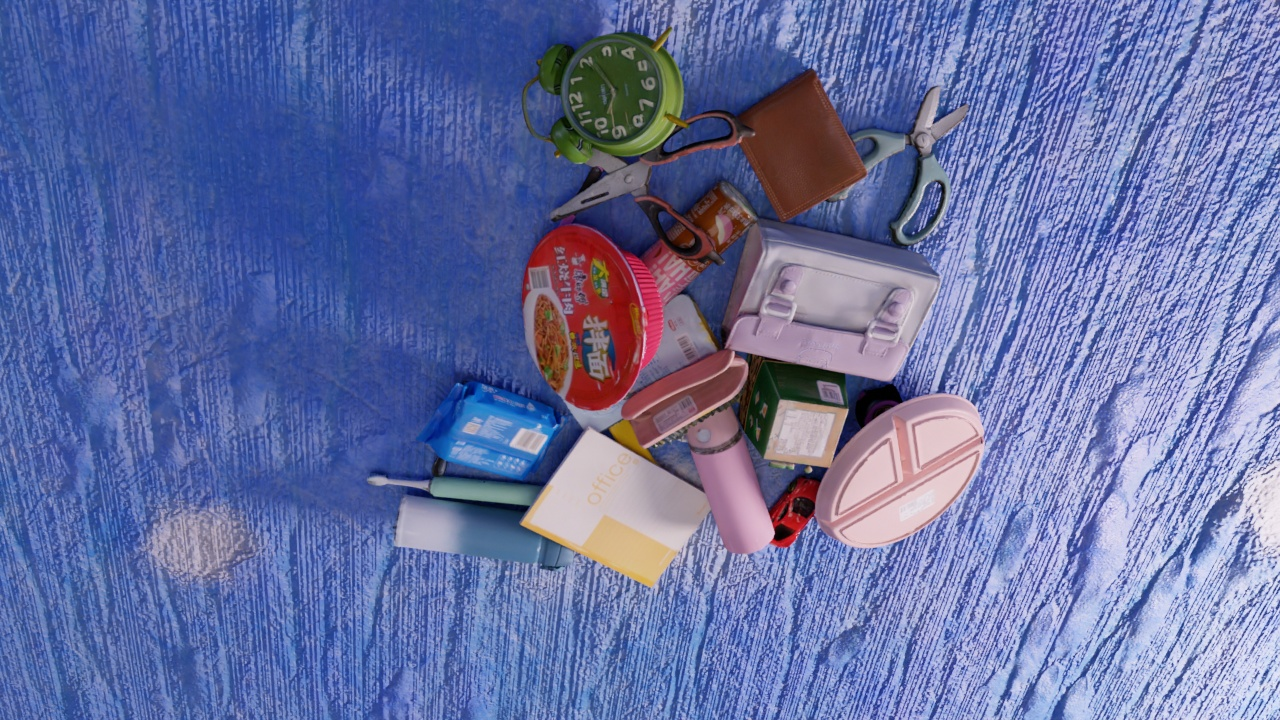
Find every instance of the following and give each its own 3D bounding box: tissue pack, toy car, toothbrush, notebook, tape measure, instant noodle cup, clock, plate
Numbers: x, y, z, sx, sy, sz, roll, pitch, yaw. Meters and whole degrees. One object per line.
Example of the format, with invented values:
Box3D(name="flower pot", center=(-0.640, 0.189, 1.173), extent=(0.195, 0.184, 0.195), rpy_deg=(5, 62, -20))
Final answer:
Box3D(name="tissue pack", center=(-0.168, 0.078, 1.052), extent=(0.157, 0.052, 0.095), rpy_deg=(21, 116, -33))
Box3D(name="toy car", center=(0.192, 0.190, 1.150), extent=(0.049, 0.031, 0.106), rpy_deg=(28, 111, -16))
Box3D(name="toothbrush", center=(-0.045, -0.195, 0.948), extent=(0.014, 0.017, 0.190), rpy_deg=(32, 114, -7))
Box3D(name="toothbrush", center=(-0.220, 0.156, 1.120), extent=(0.224, 0.027, 0.026), rpy_deg=(6, 110, -5))
Box3D(name="notebook", center=(-0.023, 0.182, 1.113), extent=(0.206, 0.010, 0.146), rpy_deg=(32, 98, -26))
Box3D(name="tape measure", center=(0.282, 0.060, 1.080), extent=(0.058, 0.039, 0.057), rpy_deg=(-30, 114, 8))
Box3D(name="instant noodle cup", center=(-0.043, -0.048, 0.958), extent=(0.065, 0.194, 0.194), rpy_deg=(-15, 128, -43))
Box3D(name="clock", center=(-0.037, -0.252, 0.879), extent=(0.161, 0.056, 0.116), rpy_deg=(-9, 98, 16))
Box3D(name="plate", center=(0.311, 0.137, 1.078), extent=(0.229, 0.028, 0.230), rpy_deg=(-15, 131, -18))

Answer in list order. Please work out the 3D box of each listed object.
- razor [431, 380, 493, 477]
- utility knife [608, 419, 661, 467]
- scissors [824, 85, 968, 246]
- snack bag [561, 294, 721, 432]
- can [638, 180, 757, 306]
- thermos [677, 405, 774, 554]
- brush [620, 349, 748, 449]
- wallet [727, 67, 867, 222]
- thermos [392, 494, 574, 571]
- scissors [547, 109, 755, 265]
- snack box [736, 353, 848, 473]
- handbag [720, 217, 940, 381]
Box3D(name="razor", center=(-0.218, 0.080, 1.084), extent=(0.042, 0.022, 0.143), rpy_deg=(11, 119, -32))
Box3D(name="utility knife", center=(0.005, 0.123, 1.116), extent=(0.033, 0.015, 0.154), rpy_deg=(-33, 115, -5))
Box3D(name="scissors", center=(0.256, -0.203, 0.953), extent=(0.178, 0.019, 0.173), rpy_deg=(5, 119, -3))
Box3D(name="snack bag", center=(-0.006, 0.006, 1.043), extent=(0.191, 0.038, 0.110), rpy_deg=(-27, 122, 13))
Box3D(name="can", center=(0.053, -0.121, 0.967), extent=(0.058, 0.057, 0.147), rpy_deg=(41, 110, -20))
Box3D(name="thermos", center=(0.094, 0.134, 1.097), extent=(0.087, 0.067, 0.199), rpy_deg=(-9, 115, 27))
Box3D(name="brush", center=(0.052, 0.037, 1.006), extent=(0.146, 0.063, 0.073), rpy_deg=(-30, 144, 14))
Box3D(name="wallet", center=(0.159, -0.215, 0.929), extent=(0.101, 0.032, 0.124), rpy_deg=(-29, 104, 13))
Box3D(name="thermos", center=(-0.189, 0.213, 1.129), extent=(0.220, 0.070, 0.070), rpy_deg=(10, 117, -7))
Box3D(name="scissors", center=(0.009, -0.185, 0.919), extent=(0.222, 0.015, 0.189), rpy_deg=(34, 108, 2))
Box3D(name="snack box", center=(0.178, 0.055, 1.035), extent=(0.118, 0.105, 0.118), rpy_deg=(7, 116, -6))
Box3D(name="handbag", center=(0.198, -0.059, 0.987), extent=(0.197, 0.098, 0.145), rpy_deg=(11, 122, -7))
